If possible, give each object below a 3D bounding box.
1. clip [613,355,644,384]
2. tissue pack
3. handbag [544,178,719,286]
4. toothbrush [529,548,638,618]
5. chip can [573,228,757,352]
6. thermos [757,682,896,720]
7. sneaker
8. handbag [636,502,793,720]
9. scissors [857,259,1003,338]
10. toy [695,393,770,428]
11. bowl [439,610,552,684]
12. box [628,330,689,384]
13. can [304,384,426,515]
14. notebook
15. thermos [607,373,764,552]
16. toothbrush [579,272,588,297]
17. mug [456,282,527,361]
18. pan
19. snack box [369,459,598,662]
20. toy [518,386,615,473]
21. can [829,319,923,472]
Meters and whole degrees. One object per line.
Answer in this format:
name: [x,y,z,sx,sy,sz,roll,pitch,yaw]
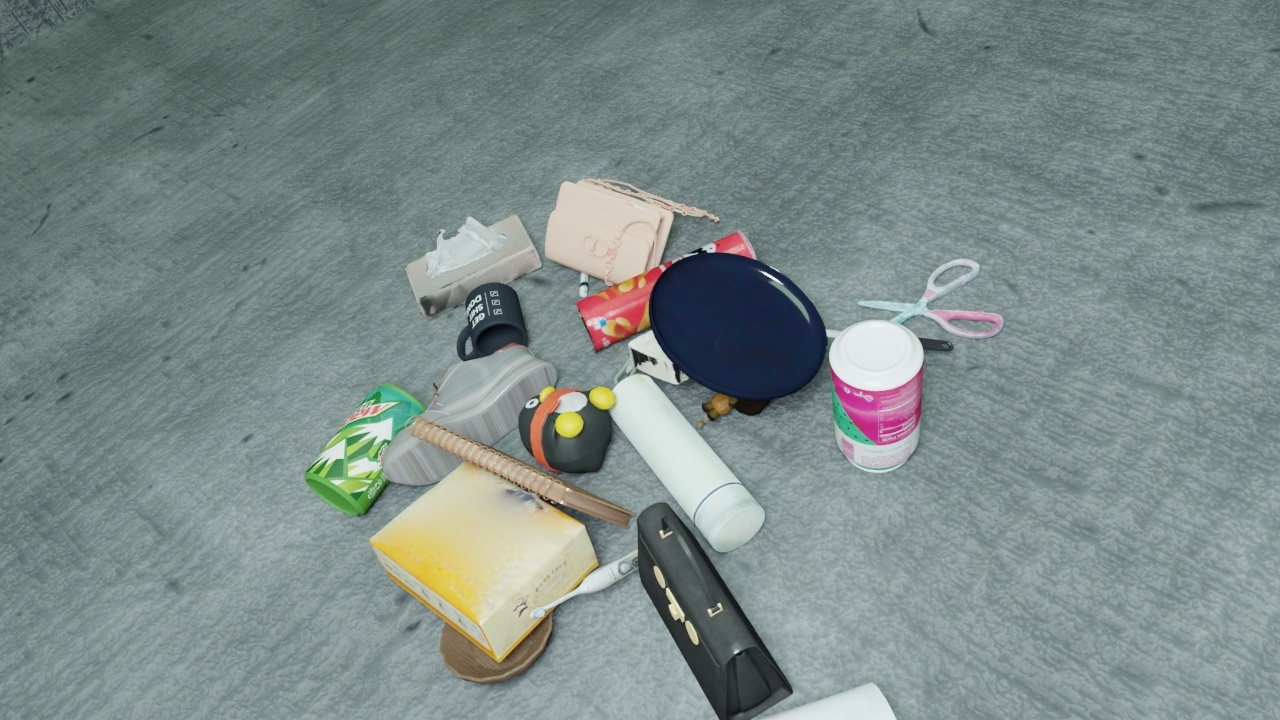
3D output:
clip: [-0.006,0.008,1.126,0.023,0.047,0.076,18,60,30]
tissue pack: [-0.241,-0.142,1.296,0.181,0.071,0.103,-27,50,-3]
handbag: [-0.013,-0.170,1.271,0.199,0.117,0.186,21,18,19]
toothbrush: [-0.031,0.215,0.925,0.185,0.022,0.024,-21,5,-29]
chip can: [0.033,-0.088,1.167,0.233,0.073,0.073,-24,49,-4]
thermos: [0.109,0.346,0.769,0.220,0.099,0.099,-18,48,-6]
sneaker: [-0.217,0.055,1.101,0.235,0.099,0.089,-33,51,-23]
handbag: [0.052,0.208,0.827,0.072,0.196,0.175,-28,49,-9]
scissors: [0.351,-0.075,1.109,0.173,0.014,0.158,7,54,25]
toy: [0.105,0.043,1.048,0.100,0.062,0.076,-32,27,1]
bowl: [-0.141,0.279,0.923,0.118,0.030,0.117,-10,36,7]
box: [0.088,-0.043,1.044,0.143,0.101,0.194,-30,32,-30]
can: [-0.323,0.105,1.093,0.083,0.083,0.143,16,56,26]
notebook: [-0.127,0.119,0.975,0.211,0.169,0.022,20,81,29]
thermos: [0.044,0.107,1.003,0.068,0.068,0.230,-30,50,-11]
toothbrush: [-0.073,-0.159,1.296,0.017,0.012,0.186,-5,50,7]
mug: [-0.201,-0.041,1.201,0.105,0.071,0.077,-37,45,19]
pan: [0.181,-0.031,1.008,0.356,0.021,0.198,6,52,-12]
snack box: [-0.165,0.192,0.949,0.195,0.081,0.144,21,50,39]
toy: [-0.093,0.076,1.047,0.119,0.100,0.097,14,36,33]
can: [0.241,0.039,0.938,0.088,0.166,0.088,-8,49,9]
